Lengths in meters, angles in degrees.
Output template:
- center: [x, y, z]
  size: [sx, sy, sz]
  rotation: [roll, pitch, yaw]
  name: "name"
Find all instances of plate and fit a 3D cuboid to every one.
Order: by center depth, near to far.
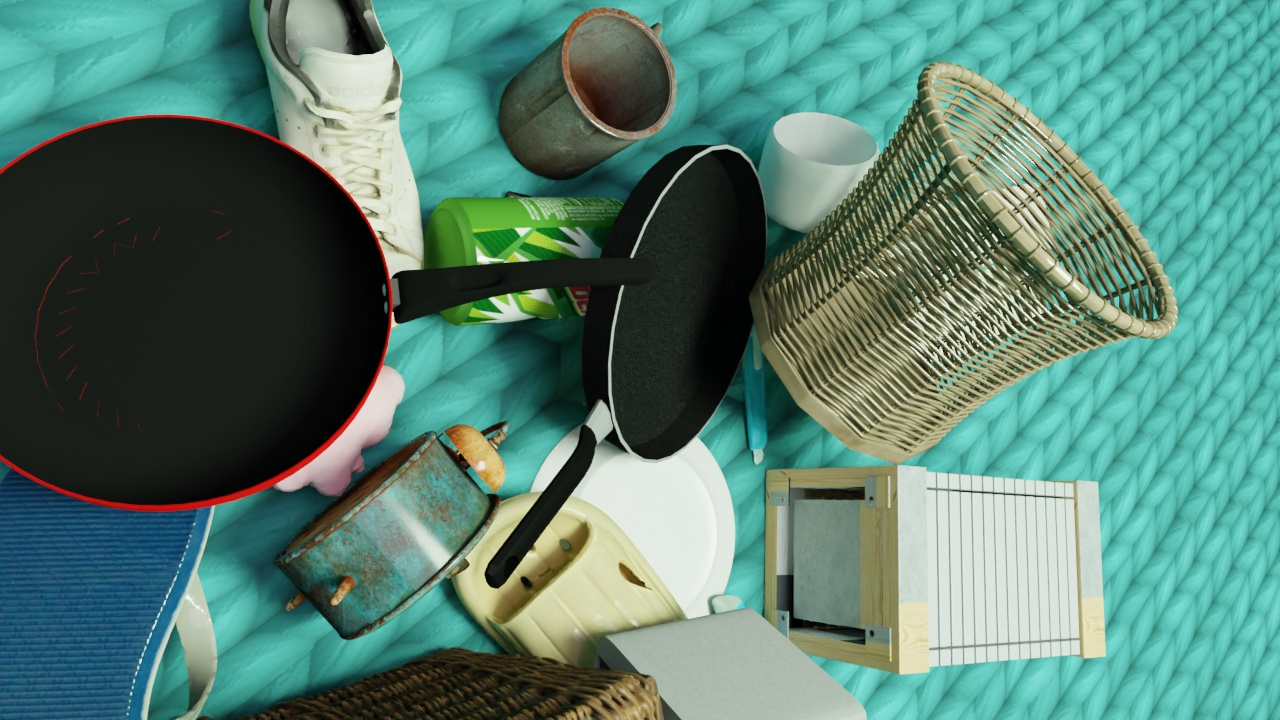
- center: [0.001, 0.130, 0.685]
  size: [0.188, 0.016, 0.188]
  rotation: [5, 81, -32]
  name: "plate"

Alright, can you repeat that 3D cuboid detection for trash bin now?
- center: [0.030, 0.287, 0.568]
  size: [0.114, 0.114, 0.229]
  rotation: [0, 111, -36]
  name: "trash bin"
- center: [0.243, 0.167, 0.760]
  size: [0.246, 0.143, 0.142]
  rotation: [8, 79, -32]
  name: "trash bin"

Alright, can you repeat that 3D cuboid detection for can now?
- center: [-0.067, -0.070, 0.629]
  size: [0.143, 0.083, 0.083]
  rotation: [-7, 87, -34]
  name: "can"

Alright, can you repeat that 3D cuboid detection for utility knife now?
- center: [0.097, 0.272, 0.728]
  size: [0.031, 0.015, 0.196]
  rotation: [-23, 96, -30]
  name: "utility knife"
- center: [0.094, 0.028, 0.761]
  size: [0.022, 0.015, 0.117]
  rotation: [1, 85, -26]
  name: "utility knife"

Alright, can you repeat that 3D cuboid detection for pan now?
- center: [-0.167, -0.032, 0.495]
  size: [0.355, 0.067, 0.208]
  rotation: [-4, 74, -20]
  name: "pan"
- center: [-0.004, 0.004, 0.610]
  size: [0.355, 0.034, 0.226]
  rotation: [-52, 147, -34]
  name: "pan"

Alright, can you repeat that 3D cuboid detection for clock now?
- center: [-0.132, 0.093, 0.545]
  size: [0.073, 0.122, 0.157]
  rotation: [52, 54, -11]
  name: "clock"

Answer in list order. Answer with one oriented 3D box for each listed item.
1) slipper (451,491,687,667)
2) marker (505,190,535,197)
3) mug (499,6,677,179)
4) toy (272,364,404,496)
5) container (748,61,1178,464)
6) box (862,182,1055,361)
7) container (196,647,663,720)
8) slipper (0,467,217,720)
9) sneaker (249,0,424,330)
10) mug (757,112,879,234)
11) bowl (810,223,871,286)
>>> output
- center: [-0.013, 0.194, 0.617]
  size: [0.111, 0.079, 0.261]
  rotation: [-43, 110, -12]
  name: "slipper"
- center: [-0.033, -0.109, 0.700]
  size: [0.152, 0.011, 0.011]
  rotation: [8, 79, -31]
  name: "marker"
- center: [-0.032, -0.196, 0.657]
  size: [0.096, 0.110, 0.122]
  rotation: [51, 60, -22]
  name: "mug"
- center: [-0.192, 0.035, 0.553]
  size: [0.102, 0.050, 0.093]
  rotation: [13, 67, -34]
  name: "toy"
- center: [0.212, -0.058, 0.651]
  size: [0.226, 0.197, 0.226]
  rotation: [24, 43, -24]
  name: "container"
- center: [0.285, -0.080, 0.820]
  size: [0.185, 0.066, 0.145]
  rotation: [-15, 90, -13]
  name: "box"
- center: [-0.103, 0.247, 0.475]
  size: [0.182, 0.251, 0.162]
  rotation: [-10, 89, -42]
  name: "container"
- center: [-0.279, 0.154, 0.462]
  size: [0.118, 0.060, 0.294]
  rotation: [-1, 65, -8]
  name: "slipper"
- center: [-0.174, -0.138, 0.557]
  size: [0.088, 0.102, 0.241]
  rotation: [-14, 92, -33]
  name: "sneaker"
- center: [0.148, -0.163, 0.774]
  size: [0.094, 0.068, 0.115]
  rotation: [12, 43, 4]
  name: "mug"
- center: [0.174, -0.070, 0.810]
  size: [0.109, 0.041, 0.110]
  rotation: [6, 79, -32]
  name: "bowl"
